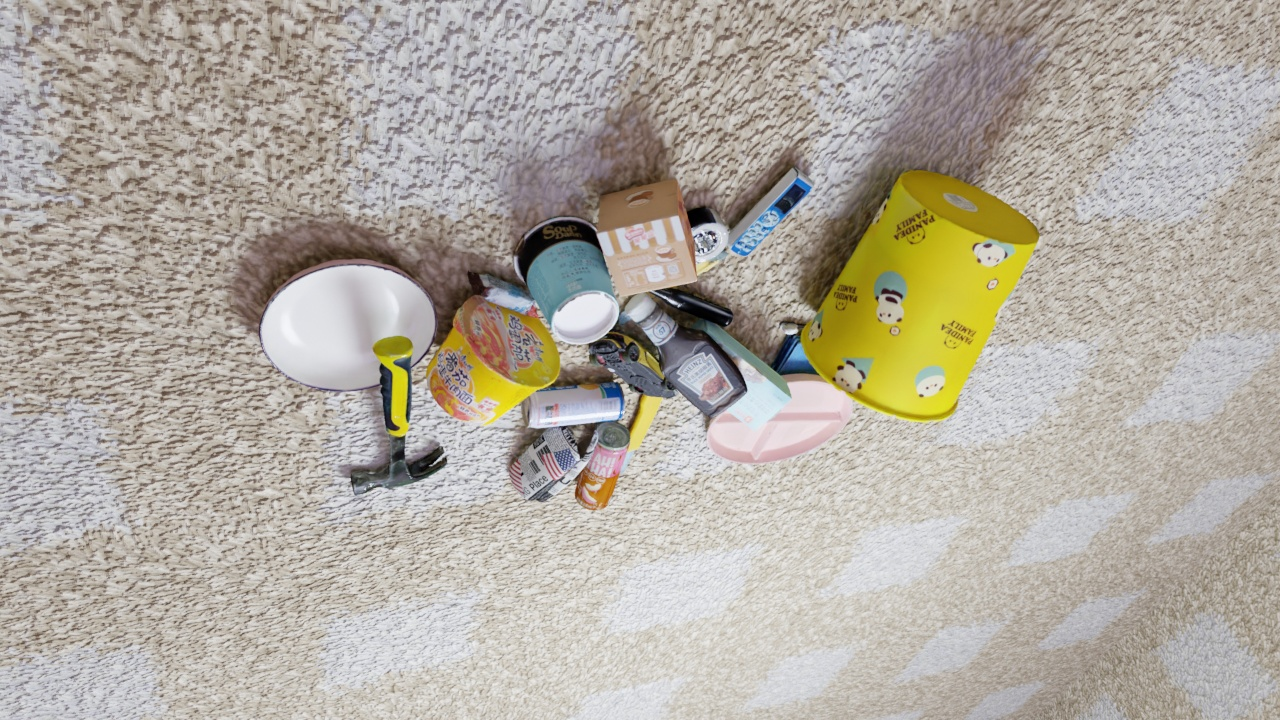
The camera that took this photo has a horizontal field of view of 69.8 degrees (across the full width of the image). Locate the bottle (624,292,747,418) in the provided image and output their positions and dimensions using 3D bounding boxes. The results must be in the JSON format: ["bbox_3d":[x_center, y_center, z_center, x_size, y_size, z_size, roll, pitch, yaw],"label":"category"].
[{"bbox_3d":[0.056,-0.011,1.189,0.080,0.044,0.195,-38,114,15],"label":"bottle"}]

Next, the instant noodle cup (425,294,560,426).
[{"bbox_3d":[-0.182,0.005,1.095,0.138,0.138,0.110,20,132,-39],"label":"instant noodle cup"}]

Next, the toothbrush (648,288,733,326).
[{"bbox_3d":[0.046,-0.078,1.164,0.026,0.027,0.212,-35,148,31],"label":"toothbrush"}]

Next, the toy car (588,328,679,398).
[{"bbox_3d":[-0.007,0.007,1.227,0.071,0.041,0.156,-5,149,39],"label":"toy car"}]

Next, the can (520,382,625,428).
[{"bbox_3d":[-0.092,0.061,1.247,0.134,0.053,0.053,-4,135,-21],"label":"can"}]

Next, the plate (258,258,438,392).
[{"bbox_3d":[-0.329,-0.044,1.037,0.192,0.039,0.193,-13,138,-12],"label":"plate"}]

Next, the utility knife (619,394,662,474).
[{"bbox_3d":[-0.004,0.100,1.356,0.033,0.015,0.210,2,130,-28],"label":"utility knife"}]

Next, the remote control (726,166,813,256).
[{"bbox_3d":[0.156,-0.181,1.125,0.125,0.024,0.049,-45,152,20],"label":"remote control"}]

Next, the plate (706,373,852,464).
[{"bbox_3d":[0.212,0.090,1.414,0.229,0.028,0.230,-7,144,-6],"label":"plate"}]

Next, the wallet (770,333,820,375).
[{"bbox_3d":[0.263,0.001,1.365,0.133,0.040,0.107,0,138,-26],"label":"wallet"}]

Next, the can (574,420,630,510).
[{"bbox_3d":[-0.057,0.158,1.363,0.057,0.058,0.148,-3,135,-23],"label":"can"}]

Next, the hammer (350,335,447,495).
[{"bbox_3d":[-0.300,0.074,1.142,0.126,0.032,0.324,-10,148,-21],"label":"hammer"}]

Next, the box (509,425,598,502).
[{"bbox_3d":[-0.130,0.143,1.303,0.088,0.076,0.163,32,134,-18],"label":"box"}]

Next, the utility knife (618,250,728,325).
[{"bbox_3d":[0.037,-0.097,1.176,0.168,0.018,0.031,-30,133,14],"label":"utility knife"}]

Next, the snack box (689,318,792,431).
[{"bbox_3d":[0.124,0.019,1.267,0.175,0.051,0.074,37,112,-23],"label":"snack box"}]

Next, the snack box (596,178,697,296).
[{"bbox_3d":[0.009,-0.139,1.041,0.093,0.076,0.094,-11,132,11],"label":"snack box"}]

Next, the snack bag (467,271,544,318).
[{"bbox_3d":[-0.157,-0.076,1.079,0.105,0.045,0.026,22,123,-40],"label":"snack bag"}]

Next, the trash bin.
[{"bbox_3d":[0.362,-0.089,1.185,0.229,0.229,0.256,2,128,-26],"label":"trash bin"}]

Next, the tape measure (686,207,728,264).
[{"bbox_3d":[0.072,-0.152,1.116,0.066,0.033,0.066,-20,141,-1],"label":"tape measure"}]

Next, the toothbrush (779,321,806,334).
[{"bbox_3d":[0.282,-0.048,1.337,0.180,0.018,0.016,-2,131,-25],"label":"toothbrush"}]

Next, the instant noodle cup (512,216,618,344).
[{"bbox_3d":[-0.080,-0.085,1.049,0.111,0.120,0.111,-13,138,-12],"label":"instant noodle cup"}]
